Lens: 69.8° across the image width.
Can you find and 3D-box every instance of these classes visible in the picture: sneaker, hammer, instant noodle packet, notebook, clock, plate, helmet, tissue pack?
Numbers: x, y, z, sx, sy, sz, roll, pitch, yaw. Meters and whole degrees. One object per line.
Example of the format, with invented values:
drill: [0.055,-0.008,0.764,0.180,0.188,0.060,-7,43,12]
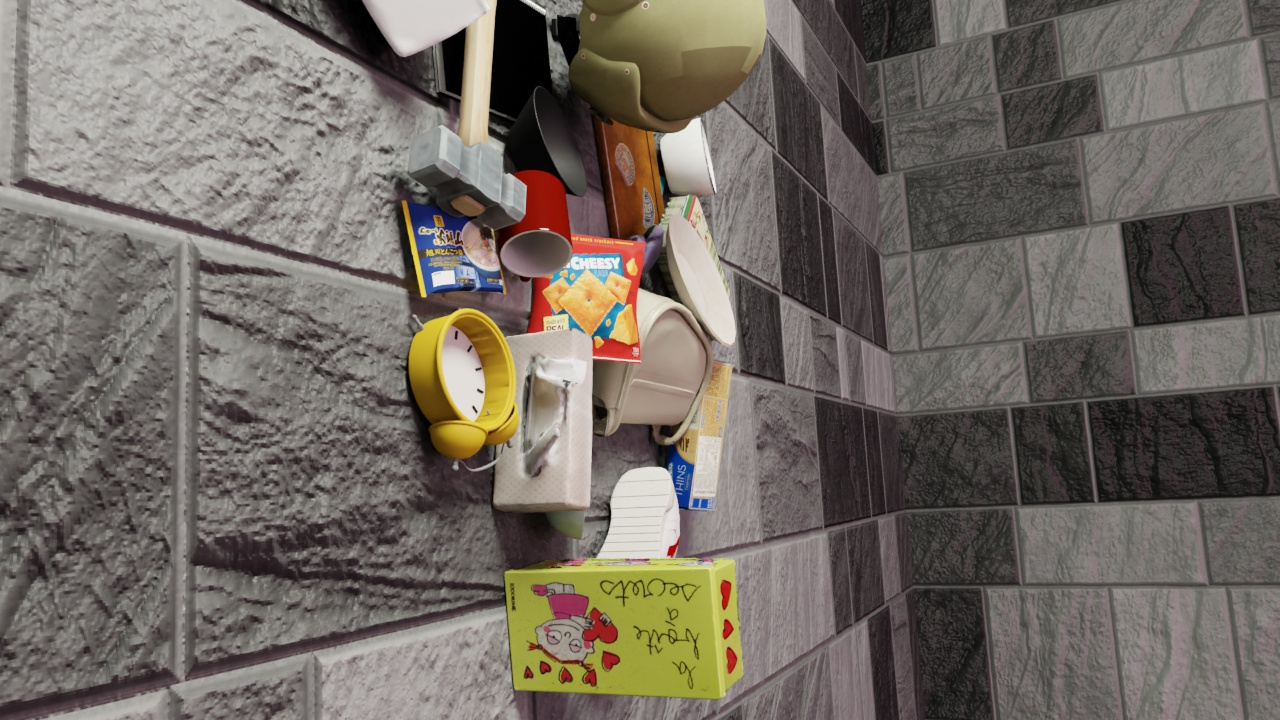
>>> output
sneaker: [0.000,0.249,1.092,0.235,0.090,0.104,-77,154,-43]
hammer: [-0.157,-0.289,0.889,0.117,0.051,0.322,29,55,-53]
instant noodle packet: [-0.174,-0.104,0.873,0.134,0.026,0.087,-11,89,-64]
notebook: [-0.155,-0.335,0.983,0.206,0.016,0.149,-2,86,-64]
clock: [-0.160,0.026,0.846,0.113,0.052,0.152,-19,97,-64]
plate: [0.072,-0.102,1.205,0.189,0.027,0.188,53,24,-36]
notebook: [-0.011,-0.272,1.265,0.178,0.014,0.249,-16,98,-64]
helmet: [0.012,-0.376,1.035,0.249,0.256,0.233,-13,92,-63]
tissue pack: [-0.096,0.057,0.910,0.071,0.104,0.181,31,58,-56]

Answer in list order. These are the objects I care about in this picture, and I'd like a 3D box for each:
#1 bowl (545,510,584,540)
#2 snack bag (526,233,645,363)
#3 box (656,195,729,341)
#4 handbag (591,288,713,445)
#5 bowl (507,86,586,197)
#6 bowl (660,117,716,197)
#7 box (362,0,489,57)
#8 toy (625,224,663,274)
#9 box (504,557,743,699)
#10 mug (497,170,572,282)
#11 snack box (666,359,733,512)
bowl: [-0.080,0.134,0.964,0.106,0.039,0.106,-179,-88,-83]
snack bag: [-0.061,-0.070,1.015,0.039,0.130,0.144,128,-35,-70]
box: [0.080,-0.134,1.357,0.206,0.050,0.117,67,33,-42]
handbag: [-0.007,0.007,1.152,0.228,0.132,0.184,15,95,-59]
bowl: [-0.109,-0.227,0.996,0.124,0.053,0.124,-18,90,-75]
bowl: [0.070,-0.294,1.356,0.116,0.066,0.116,-10,89,-80]
box: [-0.207,-0.352,0.821,0.110,0.103,0.130,62,-4,-39]
toy: [-0.003,-0.143,1.201,0.080,0.036,0.099,-59,165,16]
box: [-0.016,0.255,0.890,0.082,0.221,0.124,3,84,-63]
mug: [-0.114,-0.131,0.952,0.106,0.073,0.082,115,-28,-52]
snack box: [0.077,0.101,1.256,0.056,0.057,0.206,12,84,-43]
